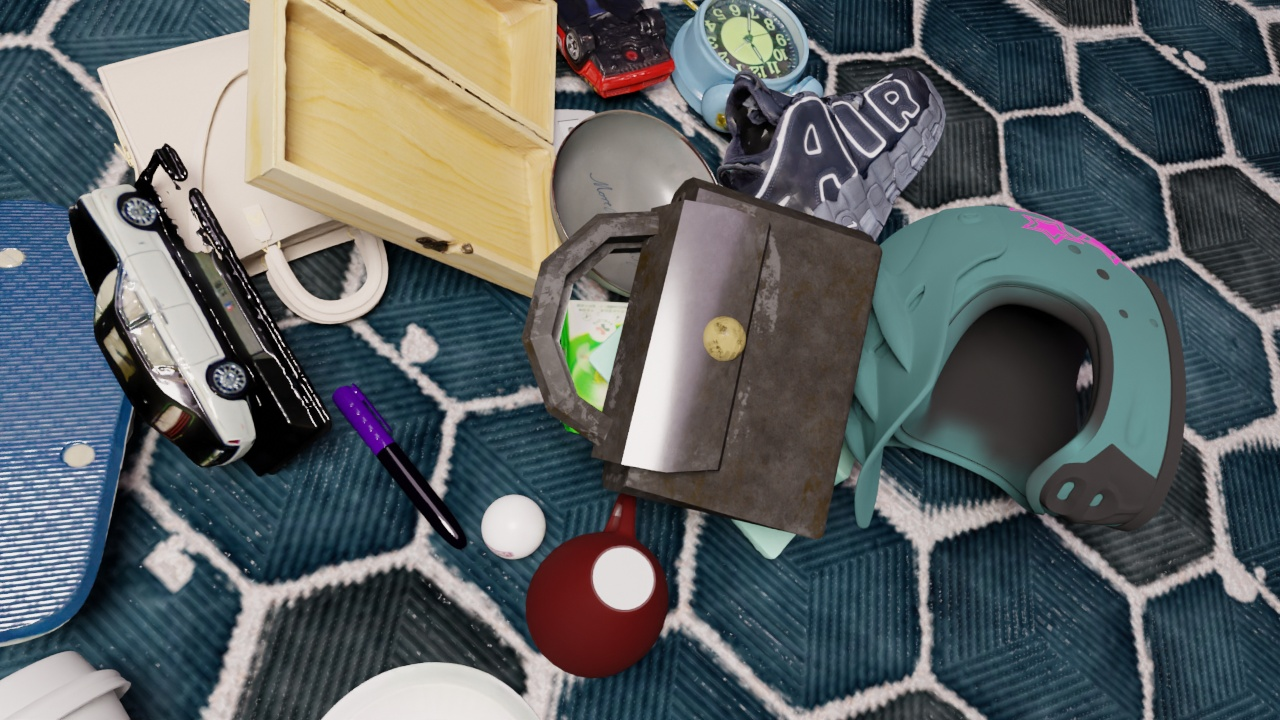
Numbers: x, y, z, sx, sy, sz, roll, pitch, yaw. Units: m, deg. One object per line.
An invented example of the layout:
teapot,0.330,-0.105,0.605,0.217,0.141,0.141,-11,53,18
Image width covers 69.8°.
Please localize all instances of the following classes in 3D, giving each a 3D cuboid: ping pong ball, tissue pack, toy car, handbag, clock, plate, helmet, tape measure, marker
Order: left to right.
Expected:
toy car,-0.268,-0.018,0.528,0.071,0.094,0.191,-27,88,-52
handbag,-0.232,-0.119,0.625,0.194,0.101,0.198,-25,86,-24
marker,-0.154,0.067,0.591,0.018,0.015,0.134,-41,80,-2
plate,-0.119,0.250,0.514,0.157,0.014,0.156,6,64,-13
ping pong ball,-0.080,0.105,0.579,0.040,0.040,0.040,6,64,-12
tape measure,-0.056,-0.171,0.730,0.060,0.020,0.062,-13,69,-20
toy car,-0.049,-0.297,0.773,0.081,0.056,0.189,-22,66,-25
tissue pack,-0.004,0.004,0.654,0.114,0.034,0.099,1,66,-13
handbag,0.031,-0.012,0.548,0.199,0.102,0.197,14,83,-13
clock,0.093,-0.246,0.785,0.118,0.060,0.162,-14,73,-23
helmet,0.224,0.003,0.616,0.200,0.177,0.274,15,38,5

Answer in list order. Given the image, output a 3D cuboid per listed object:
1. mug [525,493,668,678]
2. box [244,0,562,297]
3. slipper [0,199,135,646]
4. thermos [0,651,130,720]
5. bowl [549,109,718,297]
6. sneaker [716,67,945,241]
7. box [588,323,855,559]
mug,-0.017,0.129,0.557,0.087,0.089,0.113,17,62,-7
box,-0.141,-0.187,0.605,0.246,0.068,0.253,19,57,-54
slipper,-0.350,0.027,0.533,0.118,0.060,0.294,-4,56,-20
thermos,-0.249,0.258,0.420,0.131,0.132,0.222,-37,87,-27
bowl,-0.010,-0.106,0.679,0.150,0.057,0.150,11,70,-32
sneaker,0.134,-0.176,0.710,0.151,0.097,0.251,47,56,-17
box,0.067,0.024,0.628,0.187,0.052,0.138,47,50,-8
